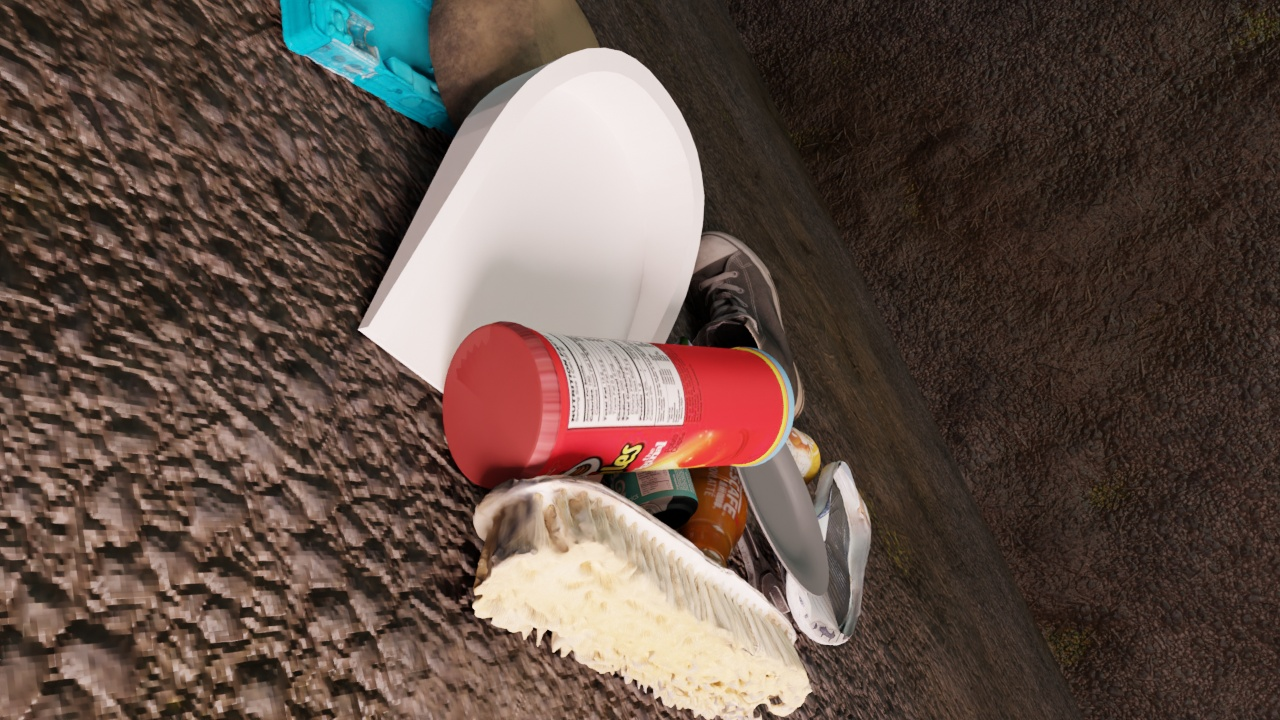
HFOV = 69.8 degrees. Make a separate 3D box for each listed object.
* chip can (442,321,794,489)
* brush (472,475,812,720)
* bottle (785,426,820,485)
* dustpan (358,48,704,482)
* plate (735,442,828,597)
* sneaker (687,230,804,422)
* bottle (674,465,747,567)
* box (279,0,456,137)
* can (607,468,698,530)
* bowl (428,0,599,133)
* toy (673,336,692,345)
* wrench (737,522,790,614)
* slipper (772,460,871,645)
[{"bbox_3d":[-0.004,0.027,0.541,0.213,0.087,0.087,3,58,-46],"label":"chip can"},{"bbox_3d":[0.010,0.141,0.512,0.271,0.083,0.056,43,27,-41],"label":"brush"},{"bbox_3d":[0.135,0.094,0.908,0.109,0.063,0.063,24,41,-58],"label":"bottle"},{"bbox_3d":[-0.037,-0.074,0.576,0.191,0.053,0.257,44,51,-39],"label":"dustpan"},{"bbox_3d":[0.103,0.100,0.722,0.178,0.012,0.178,52,22,-32],"label":"plate"},{"bbox_3d":[0.088,-0.046,0.949,0.119,0.095,0.234,26,47,-57],"label":"sneaker"},{"bbox_3d":[0.047,0.119,0.664,0.059,0.059,0.166,55,21,-16],"label":"bottle"},{"bbox_3d":[-0.161,-0.258,0.646,0.226,0.039,0.181,14,63,-63],"label":"box"},{"bbox_3d":[0.002,0.066,0.633,0.055,0.055,0.101,34,33,-51],"label":"can"},{"bbox_3d":[-0.078,-0.209,0.675,0.162,0.070,0.162,43,41,-53],"label":"bowl"},{"bbox_3d":[0.033,0.031,0.757,0.080,0.036,0.100,-55,139,-63],"label":"toy"},{"bbox_3d":[0.071,0.105,0.814,0.070,0.010,0.273,20,45,-61],"label":"wrench"},{"bbox_3d":[0.163,0.178,0.851,0.111,0.063,0.263,65,27,-10],"label":"slipper"}]
